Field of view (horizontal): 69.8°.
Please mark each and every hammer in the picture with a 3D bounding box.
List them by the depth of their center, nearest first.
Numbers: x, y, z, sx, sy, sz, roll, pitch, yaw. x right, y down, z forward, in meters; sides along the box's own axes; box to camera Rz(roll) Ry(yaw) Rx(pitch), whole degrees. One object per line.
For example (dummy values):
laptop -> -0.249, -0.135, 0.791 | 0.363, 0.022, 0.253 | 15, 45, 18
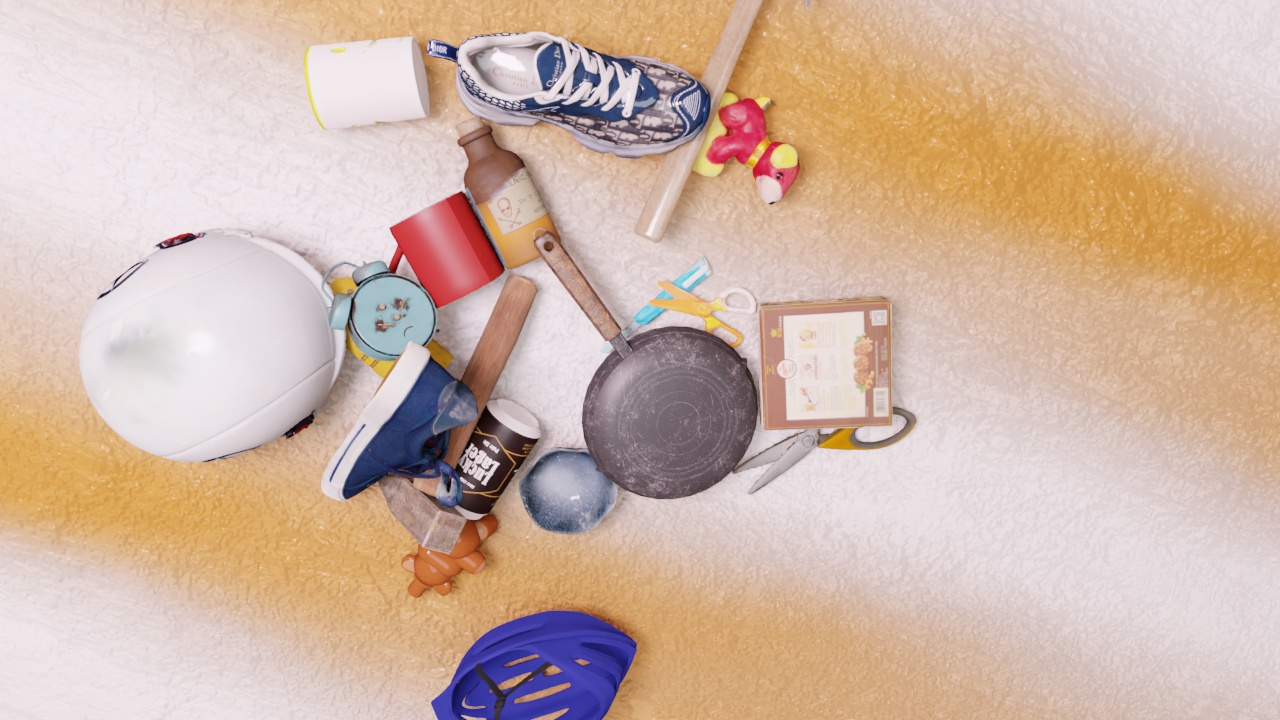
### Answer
hammer -> 0.071, -0.279, 0.939 | 0.119, 0.030, 0.331 | 25, 96, 11
hammer -> -0.191, 0.043, 1.009 | 0.037, 0.158, 0.300 | 26, 89, -38

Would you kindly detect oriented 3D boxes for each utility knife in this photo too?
utility knife -> 0.015, -0.060, 1.033 | 0.158, 0.015, 0.022 | -38, 103, 5

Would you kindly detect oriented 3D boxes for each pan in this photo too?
pan -> -0.005, 0.005, 0.987 | 0.207, 0.040, 0.357 | -37, 110, 0

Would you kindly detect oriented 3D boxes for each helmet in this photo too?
helmet -> -0.444, -0.004, 0.928 | 0.264, 0.163, 0.236 | -19, 107, 19
helmet -> -0.118, 0.393, 1.036 | 0.241, 0.227, 0.148 | -13, 114, 1

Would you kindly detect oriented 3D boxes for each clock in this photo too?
clock -> -0.270, -0.050, 0.940 | 0.124, 0.053, 0.089 | 40, 59, -13

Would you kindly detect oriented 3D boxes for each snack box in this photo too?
snack box -> 0.206, 0.004, 1.033 | 0.147, 0.041, 0.143 | -3, 99, 4

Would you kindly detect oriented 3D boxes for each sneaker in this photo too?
sneaker -> -0.066, -0.269, 0.893 | 0.269, 0.132, 0.103 | 12, 95, 6
sneaker -> -0.244, 0.095, 0.955 | 0.127, 0.120, 0.296 | 34, 140, -14

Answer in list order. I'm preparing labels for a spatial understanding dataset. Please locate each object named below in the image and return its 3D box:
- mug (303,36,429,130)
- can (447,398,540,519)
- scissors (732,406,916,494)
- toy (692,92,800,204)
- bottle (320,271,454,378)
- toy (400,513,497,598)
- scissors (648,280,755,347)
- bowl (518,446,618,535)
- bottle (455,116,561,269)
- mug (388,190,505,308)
mug -> -0.274, -0.281, 0.928 | 0.106, 0.082, 0.082 | -7, 105, -2
can -> -0.172, 0.111, 1.039 | 0.072, 0.072, 0.129 | 32, 101, -10
scissors -> 0.207, 0.074, 1.078 | 0.225, 0.016, 0.166 | -20, 104, 2
toy -> 0.109, -0.233, 0.976 | 0.137, 0.067, 0.105 | 32, 98, 2
bottle -> -0.288, -0.033, 0.999 | 0.164, 0.071, 0.071 | 42, 99, -12
toy -> -0.229, 0.226, 1.080 | 0.095, 0.065, 0.128 | 37, 108, -3
scissors -> 0.072, -0.068, 1.026 | 0.133, 0.012, 0.084 | 30, 100, -21
bowl -> -0.083, 0.143, 1.061 | 0.110, 0.055, 0.110 | -1, 104, -3
bottle -> -0.146, -0.180, 0.967 | 0.068, 0.067, 0.157 | -25, 104, 3
mug -> -0.219, -0.112, 0.977 | 0.116, 0.080, 0.096 | -24, 105, 10
